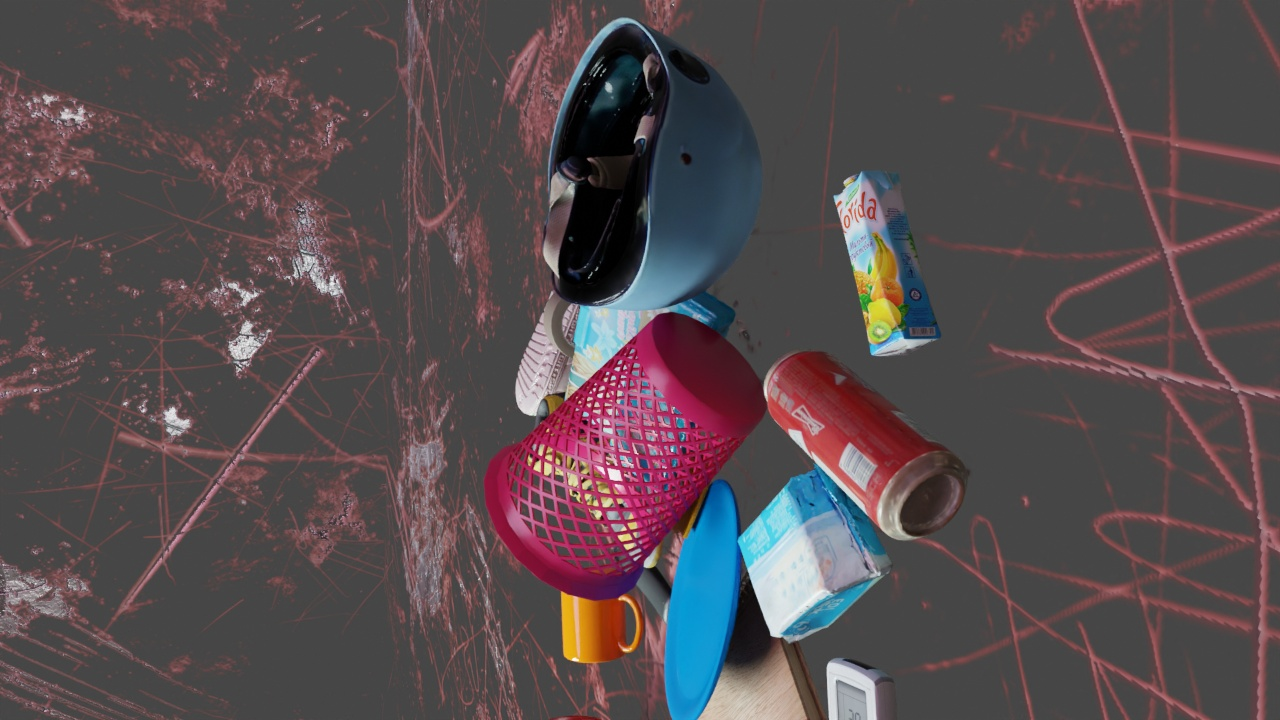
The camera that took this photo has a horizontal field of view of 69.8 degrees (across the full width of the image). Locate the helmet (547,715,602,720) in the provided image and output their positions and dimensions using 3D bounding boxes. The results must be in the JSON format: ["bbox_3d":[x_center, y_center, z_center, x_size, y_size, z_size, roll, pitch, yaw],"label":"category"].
[{"bbox_3d":[-0.078,0.523,1.043,0.271,0.197,0.224,136,128,-70],"label":"helmet"}]

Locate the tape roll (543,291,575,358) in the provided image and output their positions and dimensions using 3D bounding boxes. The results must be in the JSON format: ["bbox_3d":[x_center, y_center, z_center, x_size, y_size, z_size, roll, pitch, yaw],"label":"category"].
[{"bbox_3d":[-0.067,-0.048,1.092,0.030,0.093,0.094,-146,58,-62],"label":"tape roll"}]

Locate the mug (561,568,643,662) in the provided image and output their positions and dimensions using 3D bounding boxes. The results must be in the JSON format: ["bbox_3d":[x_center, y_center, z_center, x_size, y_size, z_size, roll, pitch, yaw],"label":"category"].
[{"bbox_3d":[-0.043,0.308,1.107,0.113,0.077,0.096,-2,90,38],"label":"mug"}]

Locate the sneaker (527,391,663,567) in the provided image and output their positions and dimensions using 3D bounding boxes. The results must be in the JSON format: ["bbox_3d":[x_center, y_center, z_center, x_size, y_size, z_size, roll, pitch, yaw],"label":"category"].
[{"bbox_3d":[-0.057,0.129,1.052,0.086,0.122,0.238,112,148,-46],"label":"sneaker"}]

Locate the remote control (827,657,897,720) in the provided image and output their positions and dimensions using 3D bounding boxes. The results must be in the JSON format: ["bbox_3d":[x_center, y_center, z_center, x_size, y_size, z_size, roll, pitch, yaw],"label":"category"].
[{"bbox_3d":[0.166,0.293,0.677,0.060,0.025,0.138,173,94,-66],"label":"remote control"}]

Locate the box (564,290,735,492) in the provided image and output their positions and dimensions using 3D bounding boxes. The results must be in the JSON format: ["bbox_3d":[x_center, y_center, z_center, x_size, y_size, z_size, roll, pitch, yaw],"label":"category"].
[{"bbox_3d":[-0.004,0.005,0.947,0.182,0.039,0.227,35,128,29],"label":"box"}]

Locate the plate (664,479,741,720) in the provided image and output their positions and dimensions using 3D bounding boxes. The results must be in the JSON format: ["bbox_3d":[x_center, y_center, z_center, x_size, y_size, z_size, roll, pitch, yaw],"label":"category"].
[{"bbox_3d":[0.064,0.223,0.850,0.224,0.024,0.224,-169,91,-82],"label":"plate"}]

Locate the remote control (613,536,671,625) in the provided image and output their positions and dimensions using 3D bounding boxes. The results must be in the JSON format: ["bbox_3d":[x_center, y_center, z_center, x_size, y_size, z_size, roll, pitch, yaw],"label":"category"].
[{"bbox_3d":[0.004,0.247,1.048,0.152,0.020,0.041,-142,52,-59],"label":"remote control"}]

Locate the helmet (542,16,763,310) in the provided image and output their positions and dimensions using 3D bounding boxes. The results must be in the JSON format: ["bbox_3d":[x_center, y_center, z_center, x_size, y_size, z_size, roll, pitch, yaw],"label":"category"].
[{"bbox_3d":[0.009,-0.165,0.815,0.226,0.166,0.265,-43,51,45],"label":"helmet"}]

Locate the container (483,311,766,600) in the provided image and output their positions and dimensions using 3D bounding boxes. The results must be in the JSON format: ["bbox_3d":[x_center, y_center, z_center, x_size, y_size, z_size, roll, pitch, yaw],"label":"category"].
[{"bbox_3d":[-0.006,0.077,0.835,0.226,0.183,0.183,-49,45,29],"label":"container"}]

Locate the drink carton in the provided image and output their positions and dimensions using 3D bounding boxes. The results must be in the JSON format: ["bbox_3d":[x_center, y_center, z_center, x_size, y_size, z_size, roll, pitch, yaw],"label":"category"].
[{"bbox_3d":[0.167,-0.068,0.628,0.044,0.038,0.128,139,126,-60],"label":"drink carton"}]

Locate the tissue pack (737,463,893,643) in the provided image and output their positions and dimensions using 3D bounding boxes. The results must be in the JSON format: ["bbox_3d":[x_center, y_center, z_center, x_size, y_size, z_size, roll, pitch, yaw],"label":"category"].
[{"bbox_3d":[0.131,0.149,0.701,0.145,0.061,0.092,114,144,-52],"label":"tissue pack"}]

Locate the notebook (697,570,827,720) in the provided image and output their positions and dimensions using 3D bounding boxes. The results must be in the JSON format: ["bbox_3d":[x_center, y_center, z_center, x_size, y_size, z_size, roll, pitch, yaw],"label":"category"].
[{"bbox_3d":[0.096,0.309,0.826,0.211,0.022,0.169,111,152,-42],"label":"notebook"}]

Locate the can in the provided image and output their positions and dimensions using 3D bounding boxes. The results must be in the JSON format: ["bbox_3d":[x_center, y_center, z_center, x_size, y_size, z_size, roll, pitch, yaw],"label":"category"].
[{"bbox_3d":[0.151,0.053,0.641,0.170,0.067,0.067,-130,44,-54],"label":"can"}]

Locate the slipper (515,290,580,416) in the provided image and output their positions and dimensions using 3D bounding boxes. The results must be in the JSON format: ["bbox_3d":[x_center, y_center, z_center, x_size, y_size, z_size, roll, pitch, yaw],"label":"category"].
[{"bbox_3d":[-0.091,-0.034,1.192,0.094,0.064,0.239,36,107,58],"label":"slipper"}]

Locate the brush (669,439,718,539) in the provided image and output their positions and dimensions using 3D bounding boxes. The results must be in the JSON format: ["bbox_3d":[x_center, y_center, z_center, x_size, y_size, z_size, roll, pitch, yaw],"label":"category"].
[{"bbox_3d":[0.054,0.118,0.910,0.048,0.017,0.127,-93,18,-53],"label":"brush"}]
